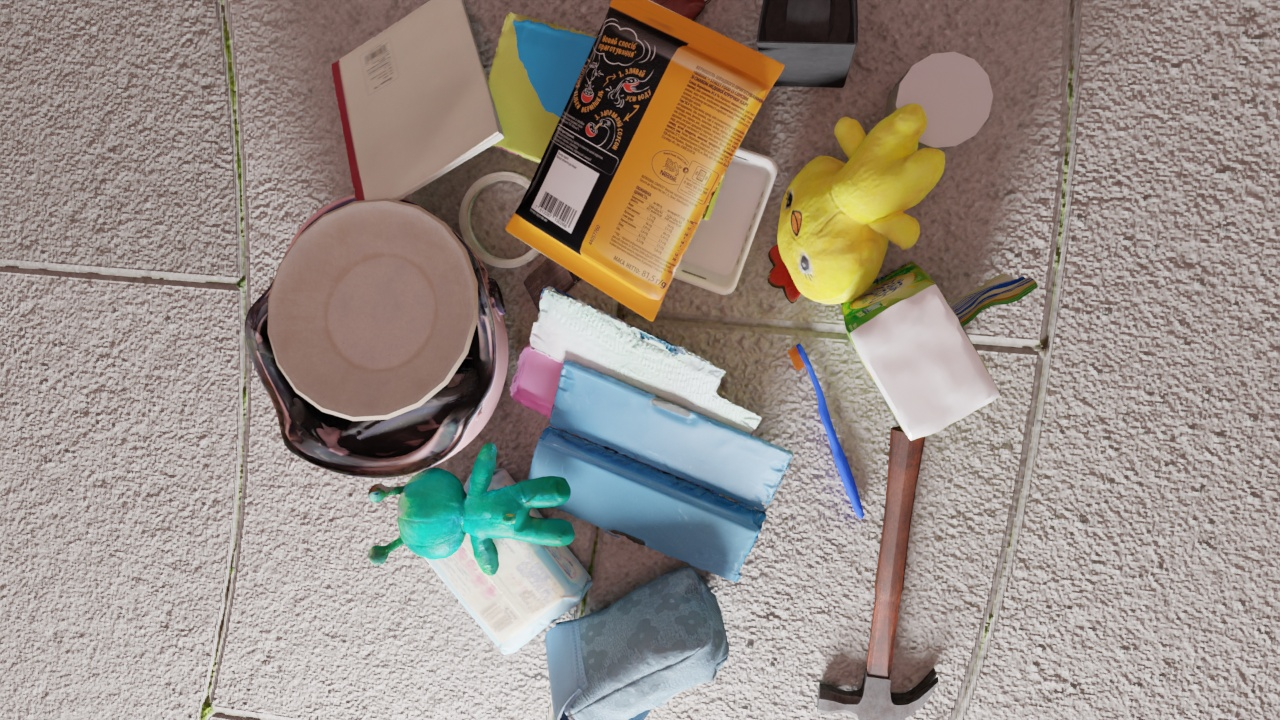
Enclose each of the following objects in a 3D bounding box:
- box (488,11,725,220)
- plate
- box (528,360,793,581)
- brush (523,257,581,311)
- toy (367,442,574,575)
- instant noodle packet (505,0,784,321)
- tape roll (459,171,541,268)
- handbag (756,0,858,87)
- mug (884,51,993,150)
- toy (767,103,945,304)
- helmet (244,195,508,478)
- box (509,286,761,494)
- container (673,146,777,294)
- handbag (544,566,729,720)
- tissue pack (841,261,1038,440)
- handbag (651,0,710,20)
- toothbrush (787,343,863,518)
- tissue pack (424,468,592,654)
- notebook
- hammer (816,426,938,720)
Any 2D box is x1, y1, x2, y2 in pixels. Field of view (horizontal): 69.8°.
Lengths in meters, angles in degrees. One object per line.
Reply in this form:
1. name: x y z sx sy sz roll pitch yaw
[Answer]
1. box: -0.026 -0.214 0.805 0.221 0.080 0.124 21 102 20
2. plate: -0.225 -0.042 0.780 0.189 0.027 0.188 -1 83 10
3. box: 0.010 0.110 0.874 0.231 0.033 0.175 21 129 6
4. brush: -0.054 -0.108 0.890 0.151 0.012 0.039 -41 91 14
5. toy: -0.160 0.145 0.861 0.193 0.072 0.130 -3 95 2
6. instant noodle packet: -0.004 -0.166 0.738 0.160 0.032 0.221 33 106 20
7. tape roll: -0.131 -0.137 0.897 0.093 0.013 0.093 2 101 9
8. handbag: 0.140 -0.336 0.737 0.072 0.175 0.196 5 97 9
9. mug: 0.238 -0.210 0.784 0.105 0.089 0.073 -29 94 13
10. toy: 0.181 -0.126 0.781 0.092 0.208 0.133 -2 64 -19
11. helmet: -0.227 -0.022 0.863 0.230 0.152 0.255 -17 86 11
12. box: -0.004 0.028 0.859 0.230 0.035 0.160 26 135 3
13. container: 0.069 -0.133 0.846 0.081 0.049 0.129 20 103 5
14. handbag: -0.001 0.294 0.909 0.192 0.121 0.118 -29 127 7
15. tissue pack: 0.254 -0.031 0.760 0.142 0.197 0.120 -30 100 15
16. handbag: 0.059 -0.347 0.825 0.120 0.029 0.055 -37 95 8
17. toothbrush: 0.180 0.070 0.883 0.018 0.016 0.182 -19 96 17
18. tissue pack: -0.143 0.197 0.933 0.112 0.070 0.182 -38 90 13
19. notebook: -0.209 -0.238 0.832 0.153 0.012 0.208 -27 58 14
20. hammer: 0.243 0.211 0.893 0.111 0.028 0.301 6 101 9
